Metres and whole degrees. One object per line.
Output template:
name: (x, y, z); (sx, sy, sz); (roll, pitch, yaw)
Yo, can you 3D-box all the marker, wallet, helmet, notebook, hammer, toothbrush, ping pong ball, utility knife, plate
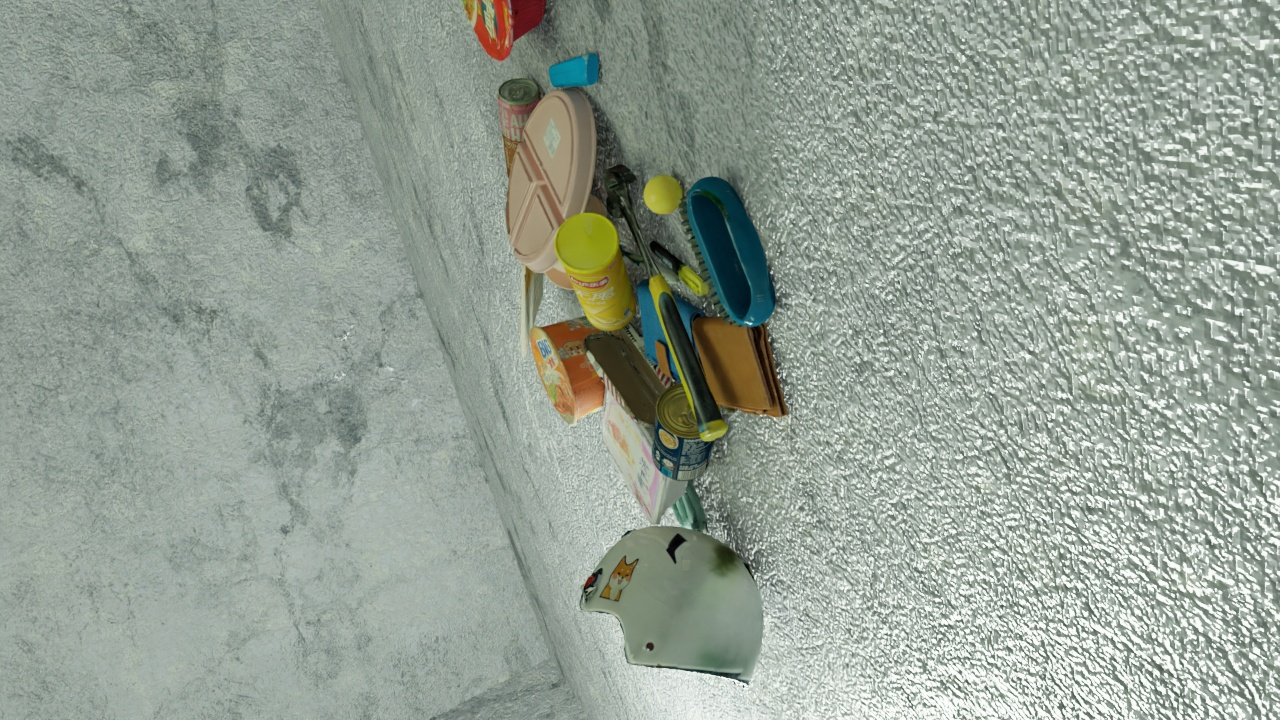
marker: (0.040, -0.104, 1.019); (0.124, 0.015, 0.018); (48, 150, 49)
wallet: (0.038, -0.030, 1.078); (0.133, 0.040, 0.106); (38, 141, 56)
helmet: (0.053, 0.295, 1.190); (0.157, 0.230, 0.274); (-66, 25, 3)
notebook: (-0.161, -0.117, 1.368); (0.206, 0.010, 0.146); (-86, 1, -61)
hammer: (0.022, -0.068, 0.986); (0.126, 0.032, 0.323); (79, 170, -73)
toothbrush: (0.002, -0.116, 1.109); (0.192, 0.016, 0.018); (36, 155, 58)
ping pong ball: (0.023, -0.171, 0.945); (0.040, 0.040, 0.040); (54, 158, 34)
wallet: (0.101, 0.006, 0.951); (0.132, 0.031, 0.108); (7, 115, 70)
utility knife: (-0.083, -0.339, 1.083); (0.160, 0.018, 0.034); (-150, 53, -63)
plate: (-0.117, -0.223, 1.128); (0.230, 0.028, 0.229); (-24, 62, 57)

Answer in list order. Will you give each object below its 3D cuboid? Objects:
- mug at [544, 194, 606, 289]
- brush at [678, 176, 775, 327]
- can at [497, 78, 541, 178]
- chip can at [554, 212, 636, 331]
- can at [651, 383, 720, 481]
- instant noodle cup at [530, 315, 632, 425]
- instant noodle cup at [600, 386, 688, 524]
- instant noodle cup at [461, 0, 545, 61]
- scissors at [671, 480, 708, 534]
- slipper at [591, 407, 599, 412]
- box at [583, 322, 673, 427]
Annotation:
mug: (-0.086, -0.170, 1.209); (0.106, 0.081, 0.114); (99, 173, -55)
brush: (0.084, -0.100, 0.834); (0.144, 0.055, 0.074); (69, 162, -3)
can: (-0.162, -0.312, 1.270); (0.058, 0.057, 0.147); (55, 158, 33)
chip can: (-0.050, -0.099, 1.095); (0.072, 0.072, 0.213); (62, 176, 17)
can: (0.053, 0.089, 1.109); (0.075, 0.075, 0.111); (57, 159, 29)
instant noodle cup: (-0.077, 0.003, 1.314); (0.151, 0.111, 0.152); (54, 158, 34)
instant noodle cup: (0.010, 0.119, 1.248); (0.173, 0.060, 0.138); (55, 151, 35)
instant noodle cup: (-0.169, -0.465, 1.101); (0.193, 0.065, 0.194); (54, 158, 33)
scissors: (0.046, 0.169, 1.316); (0.185, 0.019, 0.130); (67, 162, 6)
slipper: (-0.103, 0.008, 1.456); (0.092, 0.081, 0.191); (22, 153, 32)
box: (-0.003, 0.004, 1.202); (0.163, 0.076, 0.088); (55, 129, 29)
